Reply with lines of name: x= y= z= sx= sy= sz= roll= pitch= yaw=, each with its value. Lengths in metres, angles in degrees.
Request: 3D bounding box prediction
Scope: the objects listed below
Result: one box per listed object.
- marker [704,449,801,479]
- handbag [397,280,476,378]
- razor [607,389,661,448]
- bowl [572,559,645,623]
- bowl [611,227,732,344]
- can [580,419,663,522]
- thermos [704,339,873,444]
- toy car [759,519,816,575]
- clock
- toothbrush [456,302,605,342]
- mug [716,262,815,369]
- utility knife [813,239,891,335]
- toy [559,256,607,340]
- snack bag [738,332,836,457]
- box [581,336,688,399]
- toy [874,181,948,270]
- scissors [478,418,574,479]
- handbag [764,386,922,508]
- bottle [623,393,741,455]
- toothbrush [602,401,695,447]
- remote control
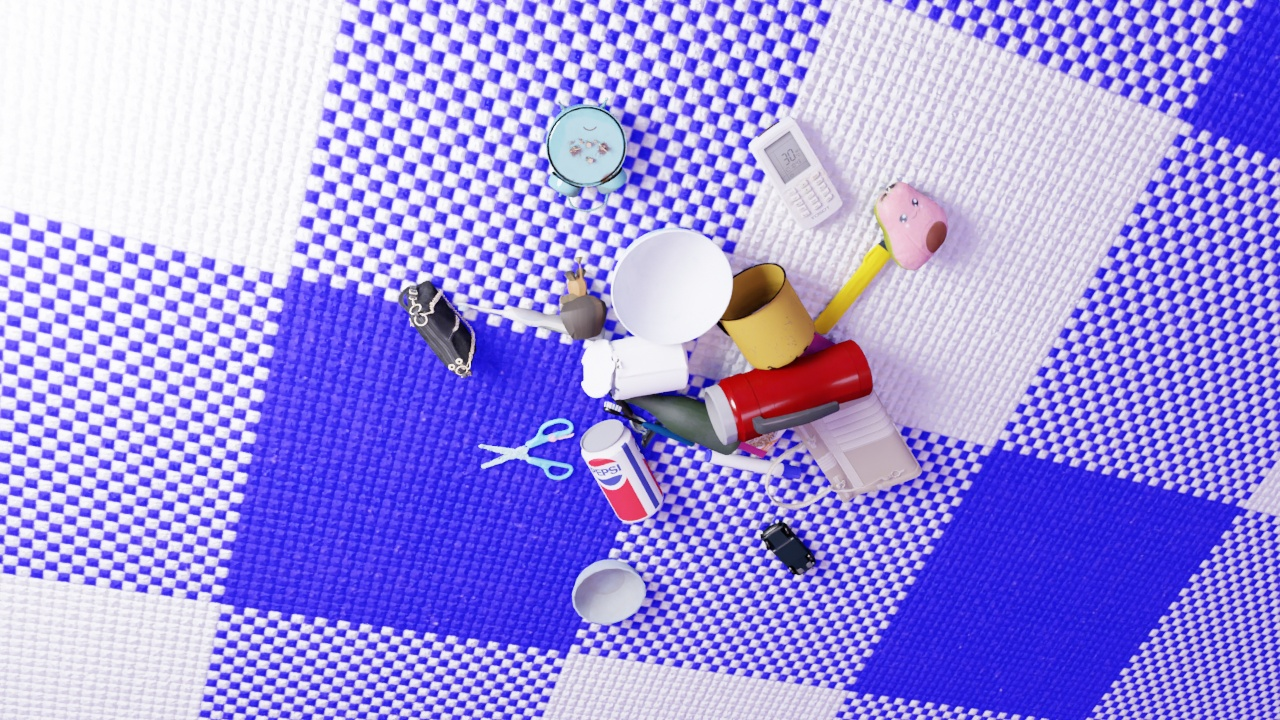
marker: x=0.158 y=0.146 z=1.282 sx=0.141 sy=0.020 sz=0.020 roll=12 pitch=114 yaw=-16
handbag: x=-0.236 y=-0.032 z=1.080 sx=0.054 sy=0.079 sz=0.128 roll=-29 pitch=118 yaw=6
razor: x=-0.026 y=0.052 z=1.200 sx=0.144 sy=0.022 sz=0.042 roll=52 pitch=57 yaw=-24
bowl: x=-0.048 y=0.328 z=1.329 sx=0.106 sy=0.039 sz=0.106 roll=-4 pitch=118 yaw=-8
bowl: x=0.031 y=-0.099 z=1.098 sx=0.144 sy=0.074 sz=0.144 roll=-4 pitch=118 yaw=-8
can: x=-0.024 y=0.148 z=1.221 sx=0.070 sy=0.070 sz=0.132 roll=-25 pitch=119 yaw=3
thermos: x=0.189 y=0.045 z=1.153 sx=0.198 sy=0.108 sz=0.084 roll=-18 pitch=122 yaw=-6
toy car: x=0.218 y=0.276 z=1.355 sx=0.046 sy=0.034 sz=0.112 roll=-37 pitch=119 yaw=10
clock: x=-0.061 y=-0.228 z=1.025 sx=0.090 sy=0.053 sz=0.124 roll=-5 pitch=118 yaw=-7
toothbrush: x=-0.133 y=-0.051 z=1.123 sx=0.185 sy=0.022 sz=0.024 roll=12 pitch=96 yaw=-18
mug: x=0.145 y=-0.051 z=1.140 sx=0.124 sy=0.100 sz=0.094 roll=-7 pitch=131 yaw=41
utility knife: x=0.250 y=-0.064 z=1.190 sx=0.030 sy=0.019 sz=0.224 roll=31 pitch=106 yaw=-19
toy: x=-0.073 y=-0.074 z=1.103 sx=0.063 sy=0.076 sz=0.100 roll=0 pitch=104 yaw=33
snack bag: x=0.198 y=0.051 z=1.235 sx=0.070 sy=0.016 sz=0.197 roll=25 pitch=113 yaw=-27
box: x=-0.009 y=0.006 z=1.136 sx=0.143 sy=0.089 sz=0.080 roll=-11 pitch=82 yaw=-9
toy: x=0.328 y=-0.169 z=1.128 sx=0.110 sy=0.051 sz=0.090 roll=41 pitch=90 yaw=-20
scissors: x=-0.145 y=0.131 z=1.226 sx=0.141 sy=0.015 sz=0.111 roll=-20 pitch=119 yaw=7
handbag: x=0.261 y=0.134 z=1.270 sx=0.198 sy=0.062 sz=0.175 roll=-34 pitch=118 yaw=7
bottle: x=0.051 y=0.071 z=1.204 sx=0.174 sy=0.055 sz=0.055 roll=23 pitch=111 yaw=-19
toothbrush: x=0.014 y=0.085 z=1.204 sx=0.167 sy=0.014 sz=0.014 roll=25 pitch=77 yaw=-39
remote control: x=0.185 y=-0.221 z=1.091 sx=0.060 sy=0.025 sz=0.138 roll=-35 pitch=118 yaw=8
